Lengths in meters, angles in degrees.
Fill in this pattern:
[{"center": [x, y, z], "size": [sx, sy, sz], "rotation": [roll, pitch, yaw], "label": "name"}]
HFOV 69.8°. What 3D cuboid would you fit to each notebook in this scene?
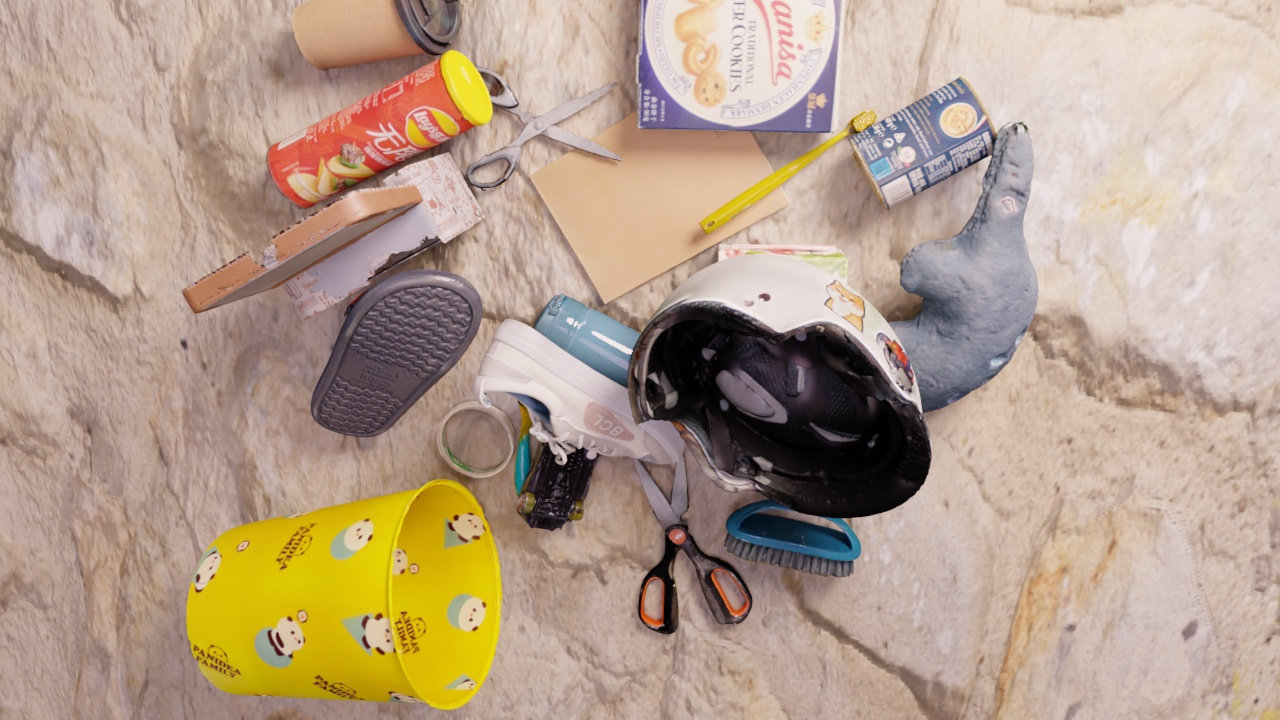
[{"center": [0.018, -0.167, 0.894], "size": [0.212, 0.012, 0.149], "rotation": [-28, 102, 15], "label": "notebook"}]

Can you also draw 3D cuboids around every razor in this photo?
[{"center": [-0.122, 0.095, 0.989], "size": [0.043, 0.028, 0.133], "rotation": [-8, 115, -37], "label": "razor"}]

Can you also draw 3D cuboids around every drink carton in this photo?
[{"center": [0.134, -0.089, 0.882], "size": [0.122, 0.053, 0.045], "rotation": [3, 108, 6], "label": "drink carton"}]

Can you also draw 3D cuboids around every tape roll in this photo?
[{"center": [-0.179, 0.086, 1.002], "size": [0.086, 0.013, 0.086], "rotation": [2, 109, 7], "label": "tape roll"}]

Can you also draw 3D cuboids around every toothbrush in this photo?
[{"center": [0.138, -0.176, 0.859], "size": [0.190, 0.016, 0.015], "rotation": [-33, 99, 9], "label": "toothbrush"}]

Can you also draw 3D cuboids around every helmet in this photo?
[{"center": [0.131, 0.007, 0.817], "size": [0.274, 0.156, 0.231], "rotation": [32, 139, -15], "label": "helmet"}]

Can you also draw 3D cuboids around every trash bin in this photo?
[{"center": [-0.311, 0.254, 0.973], "size": [0.256, 0.229, 0.230], "rotation": [-9, 107, 15], "label": "trash bin"}]

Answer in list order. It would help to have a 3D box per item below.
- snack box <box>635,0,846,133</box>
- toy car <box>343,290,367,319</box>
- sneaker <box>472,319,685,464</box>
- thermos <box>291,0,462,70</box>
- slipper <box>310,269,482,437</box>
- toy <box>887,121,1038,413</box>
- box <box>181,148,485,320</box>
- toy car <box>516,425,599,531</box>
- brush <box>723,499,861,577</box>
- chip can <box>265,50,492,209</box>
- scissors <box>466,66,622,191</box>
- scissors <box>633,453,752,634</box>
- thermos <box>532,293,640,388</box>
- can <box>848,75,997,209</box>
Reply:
[{"center": [0.089, -0.297, 0.818], "size": [0.182, 0.045, 0.178], "rotation": [3, 104, 7], "label": "snack box"}, {"center": [-0.260, -0.028, 0.965], "size": [0.049, 0.031, 0.106], "rotation": [-36, 113, 16], "label": "toy car"}, {"center": [-0.056, 0.059, 0.893], "size": [0.242, 0.090, 0.090], "rotation": [35, 76, -29], "label": "sneaker"}, {"center": [-0.242, -0.315, 0.843], "size": [0.143, 0.092, 0.093], "rotation": [-9, 107, 19], "label": "thermos"}, {"center": [-0.249, -0.020, 0.910], "size": [0.110, 0.083, 0.269], "rotation": [22, 135, -27], "label": "slipper"}, {"center": [0.288, -0.042, 0.850], "size": [0.138, 0.091, 0.357], "rotation": [22, 122, -2], "label": "toy"}, {"center": [-0.262, -0.104, 0.820], "size": [0.177, 0.260, 0.082], "rotation": [-26, 102, 14], "label": "box"}, {"center": [-0.082, 0.111, 0.977], "size": [0.070, 0.042, 0.158], "rotation": [14, 106, -24], "label": "toy car"}, {"center": [0.162, 0.182, 0.966], "size": [0.144, 0.055, 0.074], "rotation": [12, 111, 4], "label": "brush"}, {"center": [-0.250, -0.216, 0.872], "size": [0.217, 0.073, 0.073], "rotation": [-20, 104, 17], "label": "chip can"}, {"center": [-0.103, -0.223, 0.884], "size": [0.181, 0.014, 0.160], "rotation": [33, 108, 1], "label": "scissors"}, {"center": [0.036, 0.213, 1.011], "size": [0.224, 0.021, 0.205], "rotation": [44, 109, -8], "label": "scissors"}, {"center": [-0.006, 0.005, 0.928], "size": [0.220, 0.070, 0.070], "rotation": [28, 109, -1], "label": "thermos"}, {"center": [0.251, -0.192, 0.820], "size": [0.111, 0.075, 0.075], "rotation": [-27, 103, 15], "label": "can"}]
